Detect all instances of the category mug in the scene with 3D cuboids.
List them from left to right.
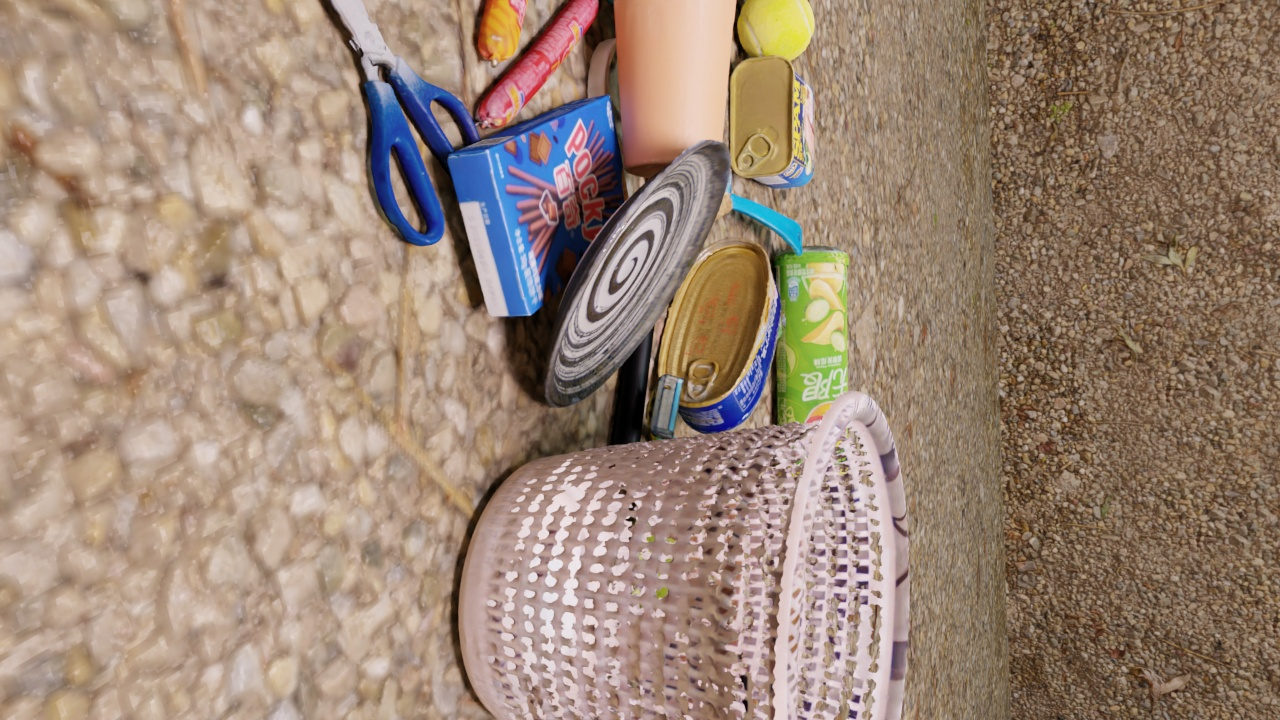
[{"bbox_3d":[0.020,-0.176,0.560,0.078,0.078,0.123,-4,96,-62],"label":"mug"}]

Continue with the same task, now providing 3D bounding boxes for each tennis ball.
[{"bbox_3d":[0.117,-0.290,0.795,0.065,0.066,0.065,0,90,-62],"label":"tennis ball"}]

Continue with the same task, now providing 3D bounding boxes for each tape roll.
[{"bbox_3d":[-0.008,-0.171,0.613,0.085,0.014,0.086,-1,91,-63],"label":"tape roll"}]

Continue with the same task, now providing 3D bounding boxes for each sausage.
[{"bbox_3d":[-0.064,-0.229,0.497,0.021,0.021,0.165,36,58,-57],"label":"sausage"},{"bbox_3d":[-0.055,-0.171,0.519,0.155,0.020,0.020,-64,143,-40],"label":"sausage"}]

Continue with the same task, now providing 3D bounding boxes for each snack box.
[{"bbox_3d":[-0.047,-0.091,0.511,0.156,0.026,0.084,-51,134,-57],"label":"snack box"}]

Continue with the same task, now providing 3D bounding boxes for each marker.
[{"bbox_3d":[-0.004,0.004,0.617,0.022,0.020,0.132,23,69,-44],"label":"marker"}]

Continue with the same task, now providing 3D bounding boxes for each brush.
[{"bbox_3d":[0.082,-0.125,0.742,0.254,0.046,0.083,13,75,-56],"label":"brush"}]

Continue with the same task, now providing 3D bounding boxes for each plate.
[{"bbox_3d":[-0.007,-0.051,0.530,0.179,0.024,0.180,-53,167,-18],"label":"plate"}]

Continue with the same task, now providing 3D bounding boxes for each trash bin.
[{"bbox_3d":[0.024,0.128,0.480,0.227,0.192,0.227,1,89,-62],"label":"trash bin"}]

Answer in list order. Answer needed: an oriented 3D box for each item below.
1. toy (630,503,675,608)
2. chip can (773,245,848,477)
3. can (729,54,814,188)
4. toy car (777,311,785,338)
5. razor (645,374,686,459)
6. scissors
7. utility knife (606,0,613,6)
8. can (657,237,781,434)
[{"bbox_3d":[0.010,0.121,0.628,0.096,0.031,0.100,-8,99,-71],"label":"toy"},{"bbox_3d":[0.165,0.001,0.882,0.072,0.073,0.221,-3,93,-62],"label":"chip can"},{"bbox_3d":[0.119,-0.207,0.812,0.083,0.057,0.102,-3,93,-65],"label":"can"},{"bbox_3d":[0.090,-0.030,0.771,0.091,0.043,0.036,7,81,-61],"label":"toy car"},{"bbox_3d":[0.022,0.053,0.644,0.132,0.028,0.043,67,29,-65],"label":"razor"},{"bbox_3d":[-0.119,-0.125,0.402,0.171,0.012,0.141,33,59,-59],"label":"scissors"},{"bbox_3d":[-0.024,-0.237,0.572,0.164,0.013,0.029,-6,89,-70],"label":"utility knife"},{"bbox_3d":[0.061,-0.019,0.683,0.049,0.075,0.147,57,43,-51],"label":"can"}]
